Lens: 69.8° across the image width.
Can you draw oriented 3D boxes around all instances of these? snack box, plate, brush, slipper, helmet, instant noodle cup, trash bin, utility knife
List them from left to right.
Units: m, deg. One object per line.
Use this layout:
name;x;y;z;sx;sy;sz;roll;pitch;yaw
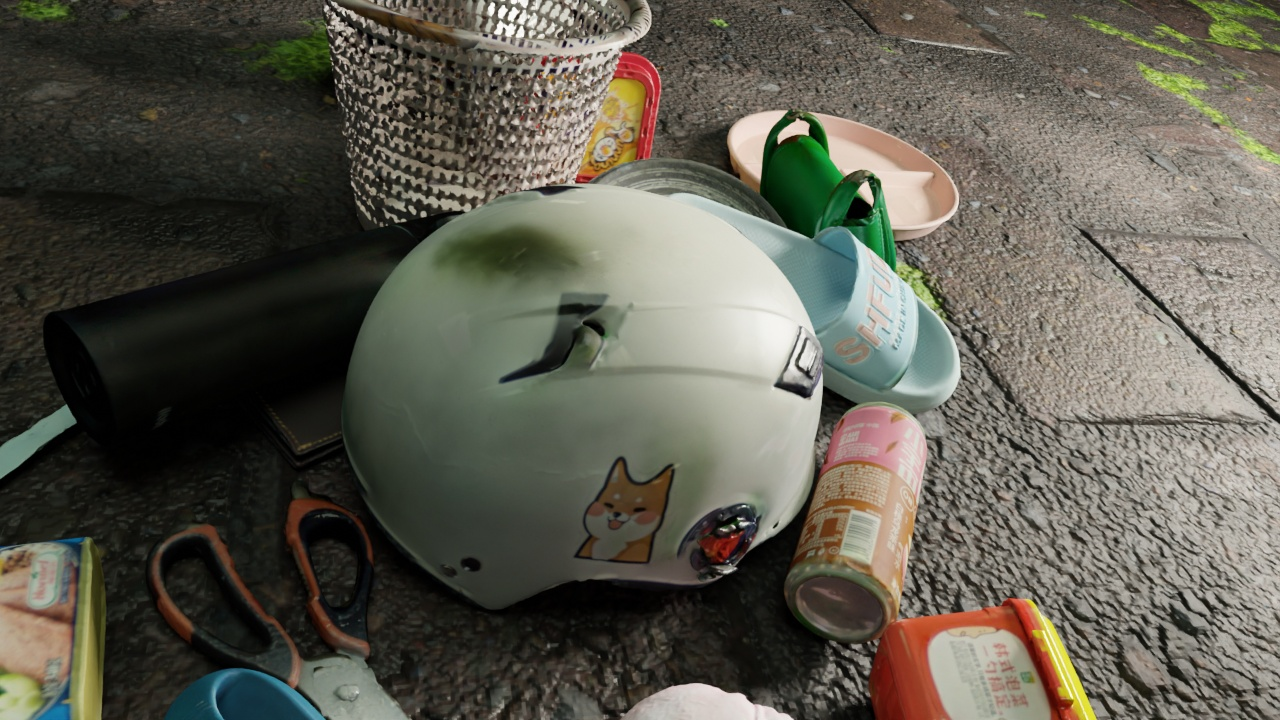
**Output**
utility knife;-0.282;0.003;0.519;0.034;0.018;0.215;22;40;9
brush;-0.120;0.162;0.324;0.144;0.074;0.055;32;67;24
trash bin;-0.121;-0.178;0.650;0.227;0.193;0.227;9;38;-7
instant noodle cup;-0.053;-0.221;0.804;0.116;0.116;0.123;1;28;-16
helmet;-0.017;-0.007;0.481;0.273;0.157;0.229;-7;49;-19
plate;0.028;-0.074;0.677;0.179;0.024;0.179;5;64;-10
slipper;0.118;-0.051;0.626;0.245;0.074;0.103;25;54;-11
plate;0.194;-0.181;0.894;0.229;0.028;0.229;8;39;-7
snack box;0.152;0.161;0.416;0.080;0.082;0.091;1;39;-2

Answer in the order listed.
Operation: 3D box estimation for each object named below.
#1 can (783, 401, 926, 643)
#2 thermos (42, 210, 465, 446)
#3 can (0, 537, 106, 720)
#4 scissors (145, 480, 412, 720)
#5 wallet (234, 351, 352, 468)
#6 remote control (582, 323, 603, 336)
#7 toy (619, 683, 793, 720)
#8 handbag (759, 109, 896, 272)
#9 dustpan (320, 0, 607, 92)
can;0.124;0.086;0.515;0.058;0.058;0.146;22;39;9
thermos;-0.184;-0.036;0.507;0.241;0.090;0.068;-29;80;-43
can;-0.256;0.119;0.352;0.083;0.057;0.102;-3;42;-25
scissors;-0.131;0.130;0.411;0.202;0.015;0.203;11;37;-5
wallet;-0.174;0.007;0.547;0.096;0.020;0.122;41;44;24
remote control;-0.004;0.004;0.602;0.136;0.024;0.053;11;44;-3
toy;0.028;0.202;0.345;0.121;0.054;0.159;19;43;7
handbag;0.147;-0.121;0.725;0.068;0.120;0.131;-16;46;-6
dustpan;-0.174;-0.340;0.825;0.223;0.143;0.256;1;36;33
